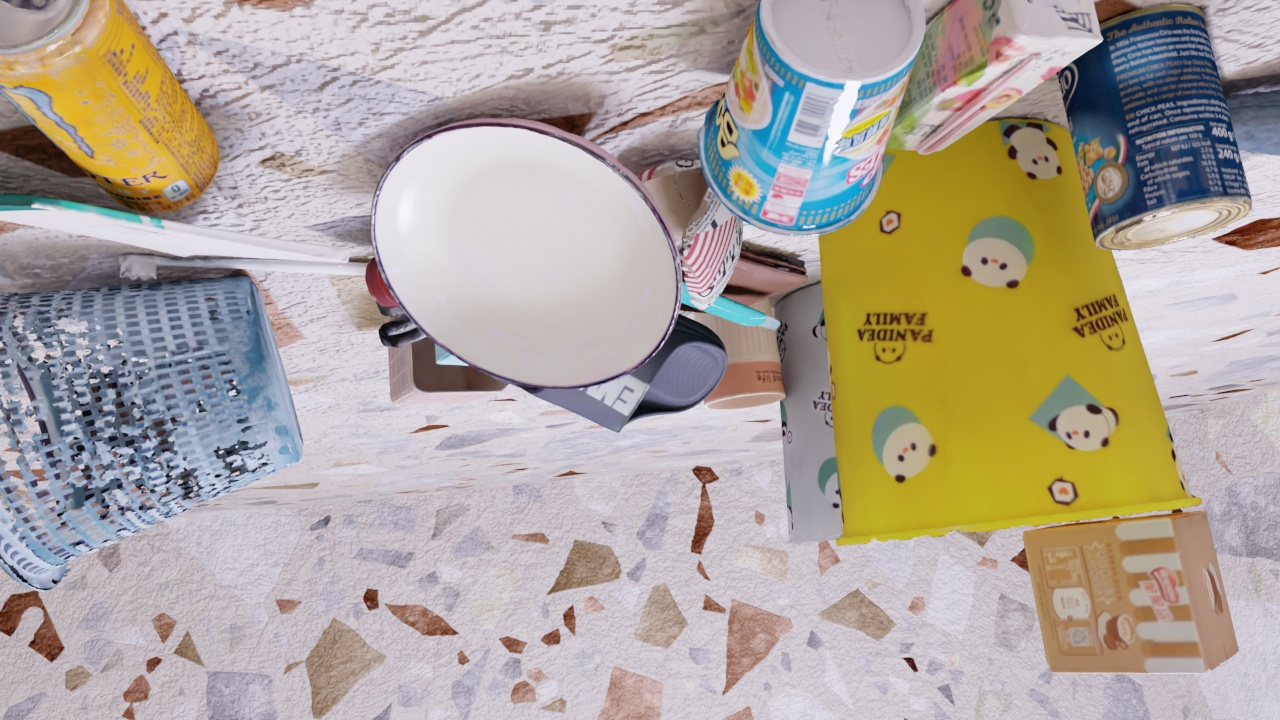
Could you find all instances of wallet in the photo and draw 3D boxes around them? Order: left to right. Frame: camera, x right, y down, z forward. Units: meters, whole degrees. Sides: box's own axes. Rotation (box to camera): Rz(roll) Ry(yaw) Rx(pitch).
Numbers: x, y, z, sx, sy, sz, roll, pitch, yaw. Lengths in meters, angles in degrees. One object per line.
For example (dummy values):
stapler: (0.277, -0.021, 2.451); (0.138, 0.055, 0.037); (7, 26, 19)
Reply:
wallet: (0.074, -0.073, 0.808); (0.124, 0.032, 0.101); (5, 160, -45)

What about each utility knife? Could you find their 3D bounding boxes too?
utility knife: (0.059, -0.050, 0.784); (0.174, 0.013, 0.029); (17, 150, -37)

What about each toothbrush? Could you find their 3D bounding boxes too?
toothbrush: (-0.281, -0.067, 0.674); (0.180, 0.016, 0.016); (-1, 172, -24)

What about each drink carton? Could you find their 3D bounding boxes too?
drink carton: (0.167, -0.148, 0.470); (0.053, 0.045, 0.123); (-3, 168, -21)

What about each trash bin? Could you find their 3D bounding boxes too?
trash bin: (-0.366, 0.029, 0.679); (0.194, 0.226, 0.227); (-16, 172, -19)
trash bin: (0.245, 0.052, 0.945); (0.229, 0.251, 0.230); (-7, 168, -2)
trash bin: (0.232, -0.010, 0.643); (0.229, 0.255, 0.230); (-7, 168, -2)

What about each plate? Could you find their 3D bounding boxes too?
plate: (-0.066, -0.065, 0.558); (0.192, 0.038, 0.193); (8, 133, 9)

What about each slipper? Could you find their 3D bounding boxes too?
slipper: (-0.004, 0.004, 0.755); (0.267, 0.083, 0.111); (13, 115, -47)

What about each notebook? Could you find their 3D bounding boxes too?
notebook: (-0.281, -0.072, 0.503); (0.209, 0.012, 0.150); (9, -179, 41)

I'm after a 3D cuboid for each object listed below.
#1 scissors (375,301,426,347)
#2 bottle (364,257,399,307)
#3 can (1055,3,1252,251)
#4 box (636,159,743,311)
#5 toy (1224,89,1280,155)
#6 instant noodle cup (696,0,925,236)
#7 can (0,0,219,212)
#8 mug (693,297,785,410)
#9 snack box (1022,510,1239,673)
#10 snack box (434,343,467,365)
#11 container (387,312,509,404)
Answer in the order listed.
scissors: (-0.120, -0.052, 0.686); (0.165, 0.014, 0.162); (5, -143, 27)
bottle: (-0.112, -0.074, 0.631); (0.175, 0.057, 0.057); (-13, 166, 26)
can: (0.275, -0.121, 0.495); (0.075, 0.111, 0.075); (-6, 168, -2)
box: (0.029, -0.095, 0.639); (0.086, 0.076, 0.163); (32, 176, 15)
toy: (0.482, -0.169, 0.475); (0.138, 0.091, 0.357); (30, 151, -21)
instant noodle cup: (0.081, -0.127, 0.432); (0.099, 0.099, 0.110); (-6, 161, -5)
can: (-0.228, -0.115, 0.384); (0.058, 0.058, 0.146); (-5, 168, -9)
mug: (0.104, -0.006, 0.942); (0.082, 0.105, 0.114); (-11, 167, 18)
snack box: (0.320, 0.151, 0.601); (0.077, 0.092, 0.095); (5, 164, -44)
snack box: (-0.091, -0.034, 0.786); (0.174, 0.074, 0.052); (3, 164, -39)
container: (-0.182, -0.005, 0.847); (0.090, 0.090, 0.111); (0, 169, -28)
